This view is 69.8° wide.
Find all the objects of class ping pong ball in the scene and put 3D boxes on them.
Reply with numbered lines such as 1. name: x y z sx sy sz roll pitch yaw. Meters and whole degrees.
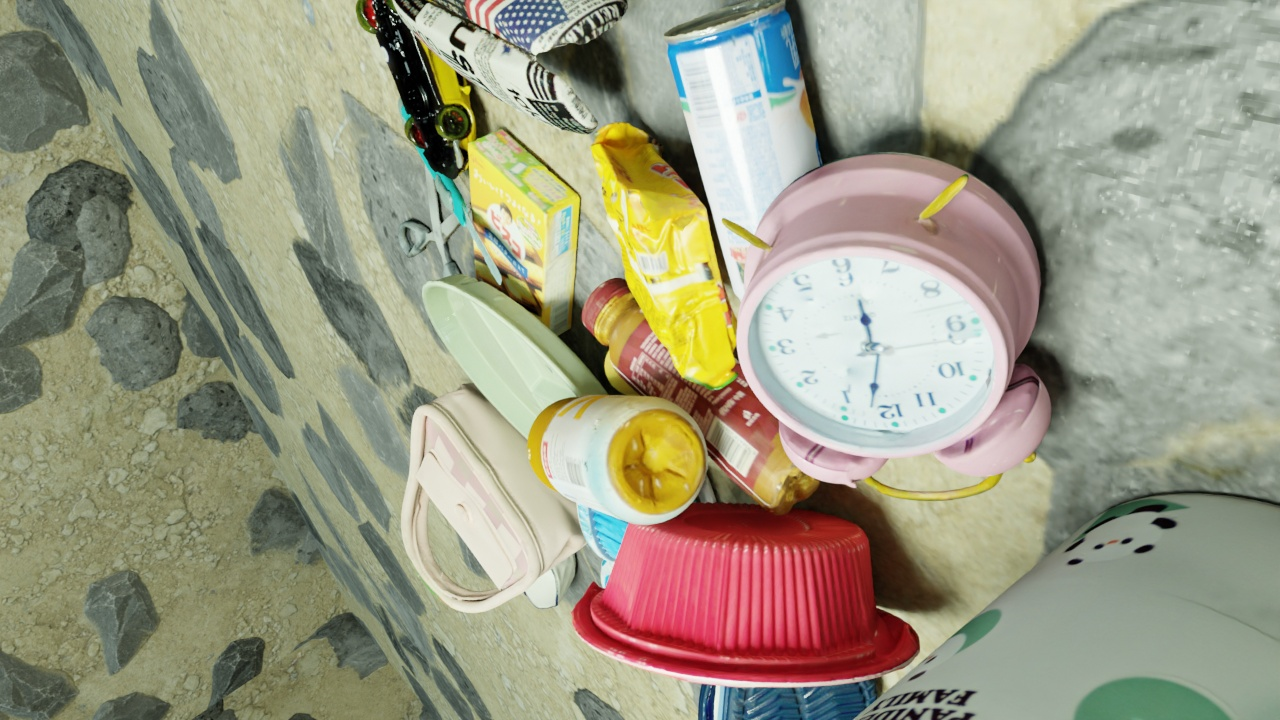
1. ping pong ball: -0.004 0.004 0.610 0.040 0.040 0.040 39 147 31

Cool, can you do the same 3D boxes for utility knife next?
1. utility knife: -0.145 -0.129 0.683 0.222 0.013 0.029 56 158 35

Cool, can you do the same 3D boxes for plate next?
1. plate: -0.084 0.020 0.725 0.230 0.027 0.231 39 159 18
2. plate: -0.140 0.176 1.005 0.205 0.045 0.205 40 149 31

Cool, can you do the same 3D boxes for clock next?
1. clock: 0.101 -0.002 0.372 0.117 0.059 0.158 -8 126 30

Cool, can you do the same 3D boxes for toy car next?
1. toy car: -0.151 -0.203 0.635 0.071 0.041 0.156 11 123 55

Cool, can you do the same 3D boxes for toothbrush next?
1. toothbrush: 0.070 0.153 0.676 0.016 0.016 0.180 11 125 58

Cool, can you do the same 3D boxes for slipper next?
1. slipper: 0.095 0.251 0.656 0.095 0.105 0.253 -112 18 -50

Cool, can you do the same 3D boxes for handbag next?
1. handbag: -0.163 0.153 0.891 0.193 0.093 0.235 52 130 15

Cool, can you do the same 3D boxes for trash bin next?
1. trash bin: 0.159 0.187 0.307 0.229 0.251 0.230 39 147 31

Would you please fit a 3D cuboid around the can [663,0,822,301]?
1. can: 0.054 -0.087 0.410 0.053 0.053 0.135 17 132 52

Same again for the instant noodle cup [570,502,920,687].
1. instant noodle cup: 0.058 0.122 0.520 0.194 0.193 0.066 2 91 58

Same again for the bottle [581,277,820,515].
1. bottle: 0.034 0.014 0.541 0.175 0.057 0.058 42 149 28

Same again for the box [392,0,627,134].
1. box: -0.070 -0.191 0.499 0.162 0.087 0.076 40 -172 36

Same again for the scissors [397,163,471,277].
1. scissors: -0.179 -0.111 0.814 0.159 0.014 0.181 26 136 42

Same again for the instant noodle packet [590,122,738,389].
1. instant noodle packet: 0.012 -0.058 0.475 0.128 0.044 0.111 -114 3 -58

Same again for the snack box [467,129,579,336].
1. snack box: -0.085 -0.085 0.661 0.087 0.033 0.141 44 148 23

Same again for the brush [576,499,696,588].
1. brush: -0.004 0.159 0.746 0.109 0.060 0.315 19 155 20

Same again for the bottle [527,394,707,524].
1. bottle: -0.025 0.054 0.554 0.068 0.068 0.190 63 160 -9
